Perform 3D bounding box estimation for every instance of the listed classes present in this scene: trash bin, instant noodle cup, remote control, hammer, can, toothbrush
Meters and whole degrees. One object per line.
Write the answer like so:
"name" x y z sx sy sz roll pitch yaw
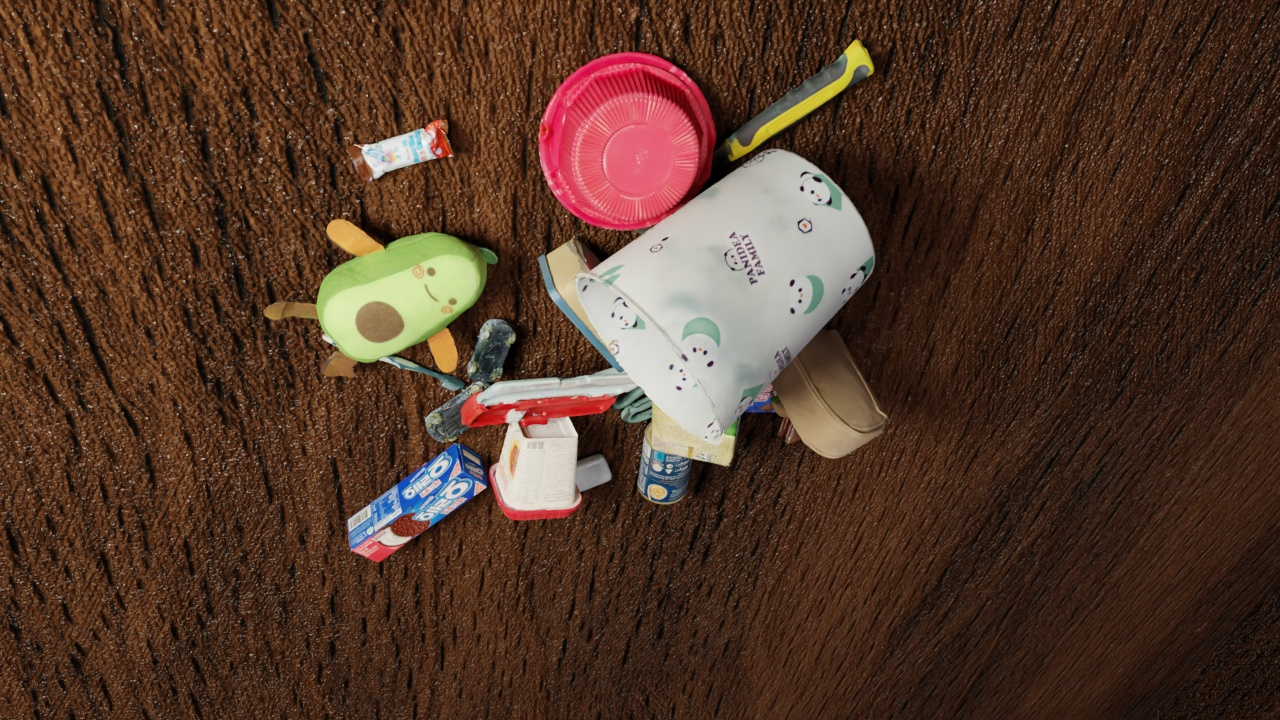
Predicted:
"trash bin" 0.096 -0.078 0.983 0.251 0.229 0.230 -41 136 -13
"instant noodle cup" -0.007 -0.219 0.963 0.193 0.065 0.194 -5 118 -10
"remote control" -0.111 0.177 1.348 0.136 0.020 0.056 -21 134 -1
"hammer" 0.117 -0.247 1.038 0.323 0.032 0.126 -32 134 9
"can" 0.038 0.145 1.336 0.075 0.075 0.111 -6 132 -16
"instant noodle cup" -0.137 0.137 1.245 0.116 0.116 0.124 1 119 -22
"toothbrush" -0.299 0.004 1.121 0.191 0.016 0.018 23 130 -36

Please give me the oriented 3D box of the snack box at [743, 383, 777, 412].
"snack box" 0.165 0.036 1.319 0.157 0.026 0.085 1 130 -22

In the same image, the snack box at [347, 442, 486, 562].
"snack box" -0.309 0.197 1.265 0.208 0.057 0.058 -35 136 12

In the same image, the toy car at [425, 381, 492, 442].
"toy car" -0.229 0.064 1.189 0.105 0.031 0.049 -34 136 -3

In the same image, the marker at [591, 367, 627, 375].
"marker" -0.007 0.007 1.234 0.130 0.018 0.023 -17 126 -6

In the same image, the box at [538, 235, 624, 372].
"box" -0.053 -0.069 1.098 0.060 0.089 0.184 -33 132 12

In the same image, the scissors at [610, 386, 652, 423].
"scissors" 0.033 0.024 1.249 0.180 0.019 0.139 -35 145 17

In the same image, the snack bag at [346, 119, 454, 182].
"snack bag" -0.242 -0.214 0.935 0.105 0.026 0.045 -17 138 -2

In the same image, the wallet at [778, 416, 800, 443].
"wallet" 0.265 0.064 1.359 0.124 0.032 0.101 -15 134 -38

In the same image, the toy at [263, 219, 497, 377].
"toy" -0.276 -0.065 1.014 0.247 0.090 0.227 -28 132 5

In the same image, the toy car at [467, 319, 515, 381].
"toy car" -0.186 -0.013 1.135 0.043 0.034 0.091 10 125 -25

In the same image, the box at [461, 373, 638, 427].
"box" -0.111 0.044 1.145 0.200 0.038 0.158 -4 161 -28

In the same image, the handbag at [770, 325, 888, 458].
"handbag" 0.238 0.035 1.229 0.147 0.204 0.100 4 142 -40

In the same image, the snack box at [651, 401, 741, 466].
"snack box" 0.075 0.047 1.183 0.114 0.063 0.240 12 147 9
